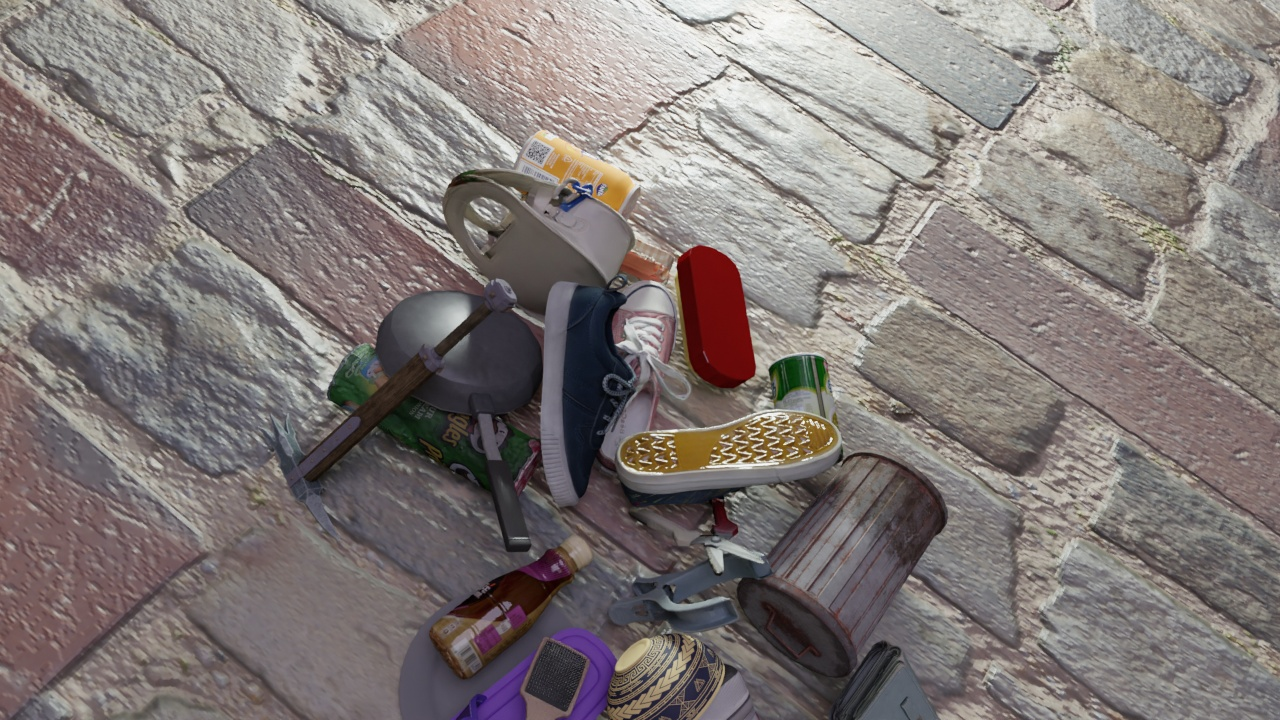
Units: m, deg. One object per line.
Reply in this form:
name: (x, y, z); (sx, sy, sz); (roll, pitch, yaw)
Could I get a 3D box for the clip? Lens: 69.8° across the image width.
clip: (0.059, 0.208, 0.878); (0.141, 0.172, 0.029); (-31, 100, -40)

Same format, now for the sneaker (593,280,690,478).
sneaker: (-0.006, 0.006, 0.999); (0.118, 0.088, 0.240); (12, 62, -5)

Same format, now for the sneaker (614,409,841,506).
sneaker: (0.091, 0.112, 0.938); (0.235, 0.079, 0.087); (-7, 42, -8)

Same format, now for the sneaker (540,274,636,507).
sneaker: (-0.049, 0.032, 0.917); (0.087, 0.089, 0.235); (3, 99, 7)

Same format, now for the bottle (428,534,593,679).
bottle: (-0.116, 0.225, 0.865); (0.165, 0.060, 0.059); (-35, 74, -24)

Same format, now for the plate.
plate: (-0.135, 0.305, 0.864); (0.178, 0.012, 0.178); (4, 62, -9)

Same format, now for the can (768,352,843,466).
can: (0.183, 0.056, 1.021); (0.067, 0.067, 0.120); (0, 64, -11)

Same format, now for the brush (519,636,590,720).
brush: (-0.084, 0.299, 0.787); (0.050, 0.015, 0.135); (28, 41, -2)

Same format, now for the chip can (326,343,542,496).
chip can: (-0.210, 0.062, 0.940); (0.223, 0.076, 0.075); (28, 61, 4)

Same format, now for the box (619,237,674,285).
box: (-0.048, -0.135, 1.075); (0.187, 0.083, 0.043); (25, 67, 0)

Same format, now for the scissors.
scissors: (0.058, 0.166, 0.904); (0.180, 0.015, 0.193); (1, 13, 27)

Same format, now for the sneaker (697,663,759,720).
sneaker: (0.023, 0.401, 0.806); (0.262, 0.097, 0.128); (-42, 95, -18)

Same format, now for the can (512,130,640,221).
can: (-0.078, -0.212, 1.103); (0.142, 0.079, 0.078); (29, 61, 5)

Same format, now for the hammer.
hammer: (-0.229, 0.033, 0.862); (0.317, 0.028, 0.147); (-39, 73, 20)

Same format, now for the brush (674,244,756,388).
brush: (0.081, -0.048, 1.057); (0.082, 0.042, 0.173); (15, 57, -36)

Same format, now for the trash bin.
trash bin: (0.199, 0.203, 0.914); (0.131, 0.131, 0.210); (40, 61, 11)

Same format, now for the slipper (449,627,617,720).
slipper: (-0.121, 0.338, 0.792); (0.107, 0.084, 0.265); (43, 64, 12)

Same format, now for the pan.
pan: (-0.156, 0.040, 0.899); (0.178, 0.041, 0.356); (5, 39, -27)

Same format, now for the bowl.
bowl: (0.012, 0.282, 0.810); (0.112, 0.113, 0.061); (-42, 95, -26)

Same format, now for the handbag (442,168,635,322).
handbag: (-0.116, -0.138, 0.987); (0.199, 0.201, 0.092); (36, 63, -16)

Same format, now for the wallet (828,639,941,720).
wallet: (0.235, 0.340, 0.858); (0.100, 0.054, 0.132); (-47, 116, -28)
